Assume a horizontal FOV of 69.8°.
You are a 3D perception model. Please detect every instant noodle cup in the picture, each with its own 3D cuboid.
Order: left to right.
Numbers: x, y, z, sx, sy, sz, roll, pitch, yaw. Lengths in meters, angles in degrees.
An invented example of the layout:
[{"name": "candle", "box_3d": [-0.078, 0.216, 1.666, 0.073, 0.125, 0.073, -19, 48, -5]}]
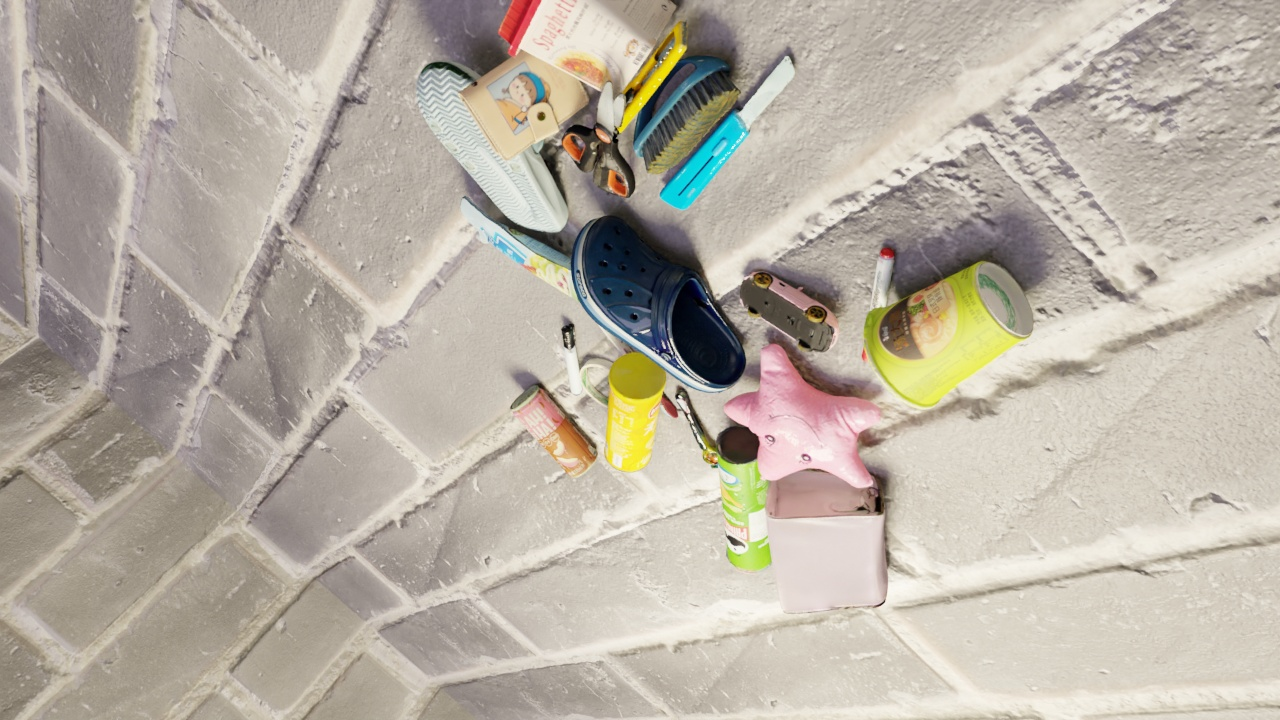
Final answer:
[{"name": "instant noodle cup", "box_3d": [-0.045, -0.313, 0.831, 0.124, 0.116, 0.117, 32, 145, -13]}, {"name": "instant noodle cup", "box_3d": [0.291, -0.030, 0.856, 0.111, 0.111, 0.124, 44, 135, -8]}]

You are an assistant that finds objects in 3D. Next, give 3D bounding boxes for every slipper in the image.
[{"name": "slipper", "box_3d": [-0.149, -0.239, 1.025, 0.104, 0.074, 0.245, 8, 150, 33]}, {"name": "slipper", "box_3d": [0.026, -0.059, 1.035, 0.253, 0.104, 0.095, 44, 150, -12]}]

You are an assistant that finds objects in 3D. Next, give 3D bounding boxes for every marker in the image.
[{"name": "marker", "box_3d": [-0.093, 0.001, 1.273, 0.018, 0.022, 0.131, 31, 147, 29]}, {"name": "marker", "box_3d": [0.242, -0.054, 0.936, 0.017, 0.017, 0.145, 20, 140, 23]}]

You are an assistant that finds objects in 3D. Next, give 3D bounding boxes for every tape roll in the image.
[{"name": "tape roll", "box_3d": [-0.045, 0.034, 1.272, 0.086, 0.013, 0.086, 22, 141, 20]}]

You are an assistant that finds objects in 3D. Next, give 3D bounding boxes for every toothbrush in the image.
[{"name": "toothbrush", "box_3d": [-0.007, 0.007, 1.212, 0.187, 0.016, 0.017, 52, 151, -19]}]

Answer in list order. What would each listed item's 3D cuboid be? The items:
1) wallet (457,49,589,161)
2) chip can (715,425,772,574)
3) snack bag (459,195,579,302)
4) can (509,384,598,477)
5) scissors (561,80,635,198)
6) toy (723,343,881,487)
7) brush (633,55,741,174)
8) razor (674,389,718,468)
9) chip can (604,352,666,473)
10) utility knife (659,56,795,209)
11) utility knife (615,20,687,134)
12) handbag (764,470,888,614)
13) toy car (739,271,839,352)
[{"name": "wallet", "box_3d": [-0.115, -0.265, 0.934, 0.087, 0.115, 0.024, 57, 166, -23]}, {"name": "chip can", "box_3d": [0.144, 0.189, 1.233, 0.072, 0.072, 0.236, 17, 138, 26]}, {"name": "snack bag", "box_3d": [-0.137, -0.132, 1.136, 0.191, 0.039, 0.110, 31, 177, 6]}, {"name": "can", "box_3d": [-0.129, 0.108, 1.384, 0.147, 0.057, 0.058, 50, 142, -16]}, {"name": "scissors", "box_3d": [-0.049, -0.229, 0.913, 0.152, 0.021, 0.235, 35, 169, 22]}, {"name": "toy", "box_3d": [0.190, 0.087, 1.075, 0.194, 0.074, 0.179, 33, 130, 11]}, {"name": "brush", "box_3d": [0.036, -0.242, 0.880, 0.073, 0.055, 0.144, 61, 144, 8]}, {"name": "razor", "box_3d": [0.080, 0.097, 1.228, 0.043, 0.022, 0.143, -6, 125, 41]}, {"name": "chip can", "box_3d": [-0.010, 0.075, 1.216, 0.072, 0.071, 0.214, 28, 150, 13]}, {"name": "utility knife", "box_3d": [0.083, -0.217, 0.896, 0.034, 0.018, 0.226, 42, 142, -4]}, {"name": "utility knife", "box_3d": [0.004, -0.265, 0.870, 0.157, 0.015, 0.033, -39, 57, 53]}, {"name": "handbag", "box_3d": [0.241, 0.232, 1.173, 0.145, 0.098, 0.197, 1, 131, 18]}, {"name": "toy car", "box_3d": [0.161, -0.055, 0.989, 0.122, 0.037, 0.056, 36, 143, 24]}]
